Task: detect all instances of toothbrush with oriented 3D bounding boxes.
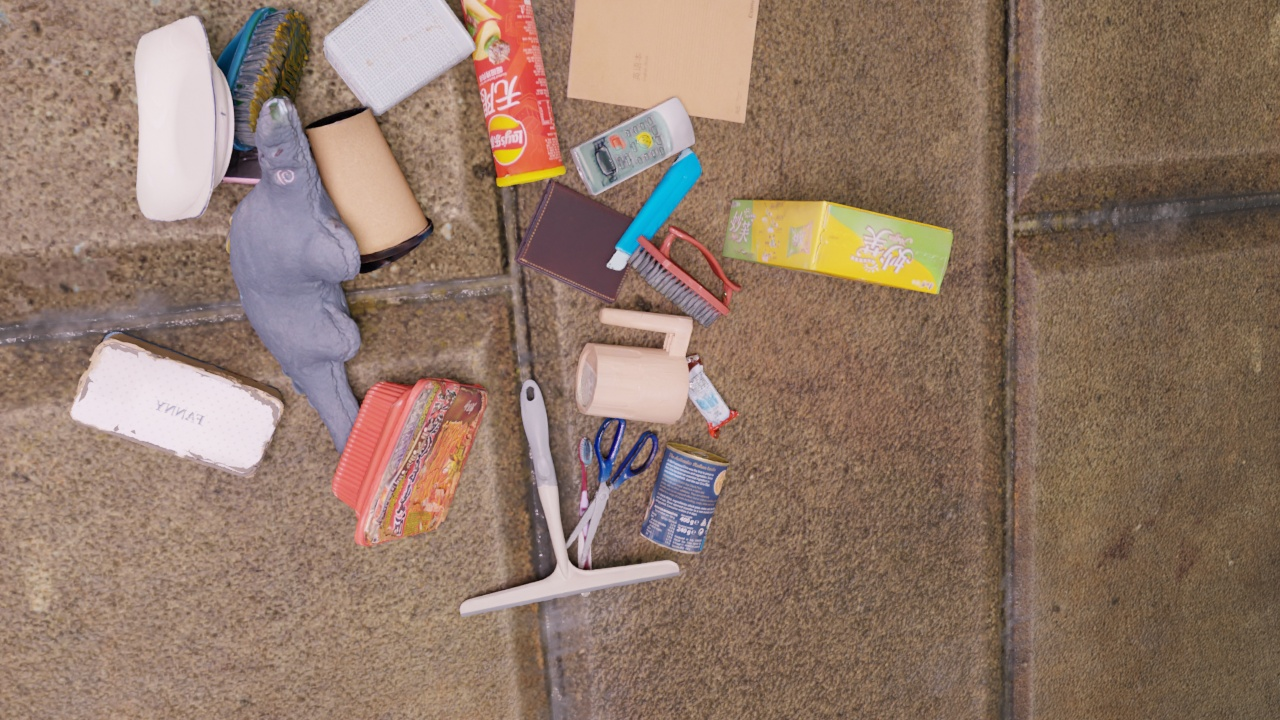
[{"bbox_3d":[-0.061,0.179,1.041,0.016,0.017,0.187,-3,99,-25],"label":"toothbrush"}]

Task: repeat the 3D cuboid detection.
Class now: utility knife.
[{"bbox_3d":[0.015,-0.161,1.000,0.034,0.018,0.166,43,72,-26],"label":"utility knife"}]

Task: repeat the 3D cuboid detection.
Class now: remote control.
[{"bbox_3d":[-0.006,-0.232,0.988,0.135,0.019,0.056,-29,112,-12],"label":"remote control"}]

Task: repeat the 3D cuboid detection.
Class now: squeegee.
[{"bbox_3d":[-0.098,0.142,0.990,0.246,0.039,0.246,-10,94,-1],"label":"squeegee"}]

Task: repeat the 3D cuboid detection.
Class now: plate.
[{"bbox_3d":[-0.387,-0.201,0.784,0.034,0.164,0.164,-4,98,-47],"label":"plate"}]

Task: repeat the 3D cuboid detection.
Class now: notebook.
[{"bbox_3d":[0.028,-0.346,0.993,0.211,0.012,0.149,2,99,-22],"label":"notebook"}]

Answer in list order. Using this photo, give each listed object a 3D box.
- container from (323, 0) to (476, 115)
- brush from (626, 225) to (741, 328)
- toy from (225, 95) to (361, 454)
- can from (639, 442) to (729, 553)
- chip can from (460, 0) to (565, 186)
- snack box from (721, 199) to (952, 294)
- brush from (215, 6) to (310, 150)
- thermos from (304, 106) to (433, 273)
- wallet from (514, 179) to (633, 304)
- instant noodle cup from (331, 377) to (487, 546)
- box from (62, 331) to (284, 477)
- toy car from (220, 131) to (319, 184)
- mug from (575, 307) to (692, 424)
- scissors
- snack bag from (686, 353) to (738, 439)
[{"bbox_3d":[-0.230,-0.294,0.860,0.111,0.090,0.090,-39,110,-8],"label":"container"},{"bbox_3d":[0.057,-0.090,1.002,0.069,0.063,0.145,-48,136,8],"label":"brush"},{"bbox_3d":[-0.310,-0.076,0.830,0.091,0.138,0.357,-29,137,-37],"label":"toy"},{"bbox_3d":[0.050,0.158,1.049,0.075,0.075,0.111,15,93,-23],"label":"can"},{"bbox_3d":[-0.128,-0.285,0.907,0.073,0.073,0.217,-14,104,-19],"label":"chip can"},{"bbox_3d":[0.204,-0.126,0.989,0.157,0.210,0.070,8,97,-21],"label":"snack box"},{"bbox_3d":[-0.348,-0.254,0.824,0.073,0.055,0.143,4,70,15],"label":"brush"},{"bbox_3d":[-0.256,-0.158,0.858,0.093,0.093,0.143,-25,118,-16],"label":"thermos"},{"bbox_3d":[-0.063,-0.126,0.989,0.122,0.020,0.096,23,94,-23],"label":"wallet"},{"bbox_3d":[-0.226,0.089,0.900,0.079,0.188,0.164,22,89,12],"label":"instant noodle cup"},{"bbox_3d":[-0.433,0.040,0.853,0.184,0.059,0.090,26,88,-21],"label":"box"},{"bbox_3d":[-0.359,-0.190,0.855,0.122,0.037,0.056,3,92,-9],"label":"toy car"},{"bbox_3d":[-0.006,0.006,0.993,0.103,0.084,0.125,6,110,-21],"label":"mug"},{"bbox_3d":[-0.043,0.138,1.029,0.169,0.012,0.147,-36,120,-24],"label":"scissors"},{"bbox_3d":[0.075,0.042,1.066,0.045,0.026,0.105,-37,109,-2],"label":"snack bag"}]
